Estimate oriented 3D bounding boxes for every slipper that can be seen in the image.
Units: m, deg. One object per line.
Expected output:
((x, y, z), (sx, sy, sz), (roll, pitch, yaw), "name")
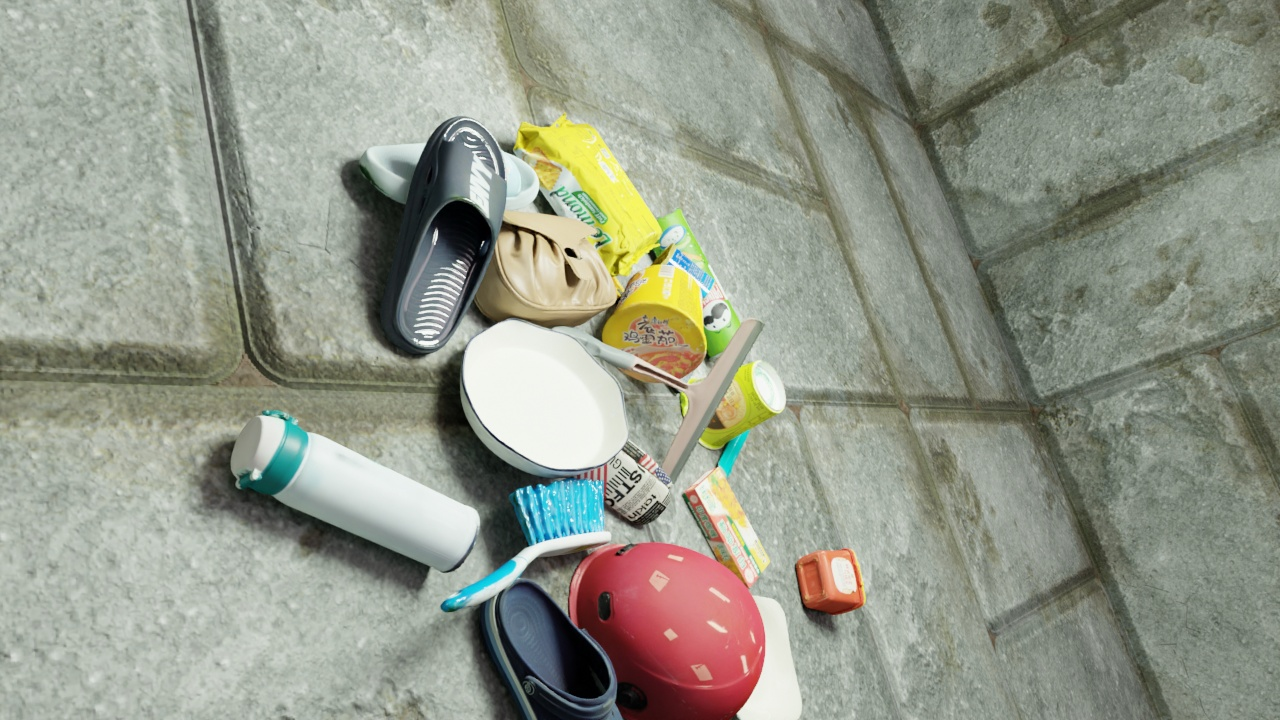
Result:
((-0.064, 0.323, 0.903), (0.104, 0.095, 0.253), (-26, 85, -54), "slipper")
((-0.191, -0.134, 0.975), (0.110, 0.083, 0.267), (27, 72, -41), "slipper")
((-0.215, -0.230, 1.070), (0.104, 0.074, 0.244), (46, 31, 21), "slipper")

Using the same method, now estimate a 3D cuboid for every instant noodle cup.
((0.139, 0.057, 1.325), (0.111, 0.124, 0.111), (31, 45, -38), "instant noodle cup")
((0.024, -0.056, 1.242), (0.138, 0.138, 0.109), (45, 34, -25), "instant noodle cup")

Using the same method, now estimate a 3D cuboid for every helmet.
((0.048, 0.299, 1.027), (0.240, 0.144, 0.206), (48, 38, -19), "helmet")

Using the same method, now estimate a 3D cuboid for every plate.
((-0.111, 0.046, 1.023), (0.204, 0.046, 0.204), (22, 42, -21), "plate")
((0.144, 0.388, 1.187), (0.163, 0.034, 0.164), (20, 52, -46), "plate")

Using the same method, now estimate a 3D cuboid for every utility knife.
((-0.074, -0.161, 1.286), (0.202, 0.015, 0.033), (56, 32, -9), "utility knife")
((0.145, 0.125, 1.387), (0.029, 0.013, 0.182), (57, 35, -15), "utility knife")

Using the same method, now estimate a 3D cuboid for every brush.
((-0.110, 0.178, 0.923), (0.314, 0.061, 0.109), (14, 56, -63), "brush")

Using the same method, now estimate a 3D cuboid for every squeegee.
((-0.007, 0.007, 1.166), (0.249, 0.248, 0.040), (24, 14, -22), "squeegee")

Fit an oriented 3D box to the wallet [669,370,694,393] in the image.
((0.045, -0.018, 1.349), (0.097, 0.019, 0.120), (50, 37, -14), "wallet")

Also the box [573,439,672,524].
((-0.030, 0.128, 1.130), (0.162, 0.076, 0.086), (40, 9, -26), "box")

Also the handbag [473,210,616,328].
((-0.115, -0.116, 1.124), (0.204, 0.100, 0.147), (-6, 71, -54), "handbag")

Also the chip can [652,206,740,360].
((0.085, -0.118, 1.422), (0.072, 0.072, 0.236), (-28, 90, -56), "chip can")

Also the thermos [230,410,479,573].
((-0.250, 0.117, 0.815), (0.224, 0.073, 0.073), (35, 43, -35), "thermos")

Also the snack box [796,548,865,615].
((0.284, 0.330, 1.378), (0.080, 0.082, 0.091), (15, 55, -36), "snack box")

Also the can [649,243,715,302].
((0.045, -0.104, 1.314), (0.083, 0.102, 0.057), (39, 39, -11), "can")

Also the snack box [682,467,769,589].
((0.120, 0.232, 1.267), (0.076, 0.027, 0.156), (-31, 94, -55), "snack box")

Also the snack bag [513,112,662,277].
((-0.065, -0.236, 1.284), (0.246, 0.068, 0.157), (55, 27, -5), "snack bag")
